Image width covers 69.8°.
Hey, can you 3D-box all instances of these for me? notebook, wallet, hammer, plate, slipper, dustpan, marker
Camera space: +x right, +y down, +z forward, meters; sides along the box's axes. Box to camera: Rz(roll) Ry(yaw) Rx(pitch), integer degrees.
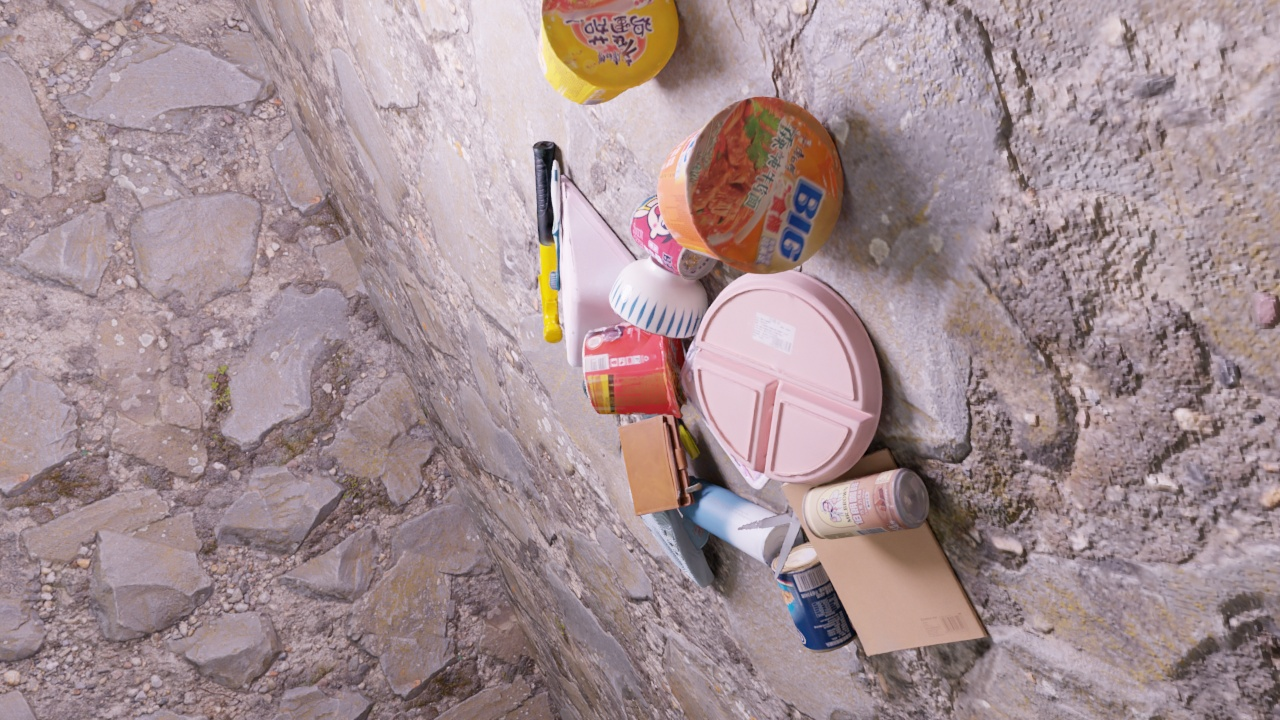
[{"bbox_3d":[0.251,0.207,0.967,0.150,0.012,0.211,-30,86,47],"label":"notebook"},{"bbox_3d":[0.024,0.144,1.275,0.119,0.035,0.130,-18,79,39],"label":"wallet"},{"bbox_3d":[-0.137,-0.179,1.358,0.128,0.033,0.301,-104,13,-52],"label":"hammer"},{"bbox_3d":[0.140,0.020,0.942,0.230,0.028,0.230,16,113,43],"label":"plate"},{"bbox_3d":[0.064,0.255,1.389,0.104,0.074,0.245,35,159,48],"label":"slipper"},{"bbox_3d":[-0.039,-0.098,1.311,0.223,0.138,0.272,98,167,-56],"label":"dustpan"},{"bbox_3d":[0.050,0.084,1.308,0.124,0.015,0.018,61,166,13],"label":"marker"}]

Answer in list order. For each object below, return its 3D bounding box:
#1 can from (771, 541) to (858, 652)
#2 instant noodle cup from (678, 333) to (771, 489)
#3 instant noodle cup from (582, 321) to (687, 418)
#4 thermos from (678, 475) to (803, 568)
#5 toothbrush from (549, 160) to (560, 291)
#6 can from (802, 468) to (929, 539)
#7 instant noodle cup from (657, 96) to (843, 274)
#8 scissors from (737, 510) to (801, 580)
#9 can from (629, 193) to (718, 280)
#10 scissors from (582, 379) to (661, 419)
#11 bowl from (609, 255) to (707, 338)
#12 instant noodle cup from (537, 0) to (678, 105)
[{"bbox_3d":[0.211,0.282,1.102,0.075,0.075,0.111,-4,110,65],"label":"can"},{"bbox_3d":[0.124,0.048,1.061,0.173,0.060,0.138,53,154,19],"label":"instant noodle cup"},{"bbox_3d":[-0.007,0.007,1.152,0.137,0.109,0.138,-6,-91,-78],"label":"instant noodle cup"},{"bbox_3d":[0.122,0.210,1.223,0.221,0.070,0.070,19,131,58],"label":"thermos"},{"bbox_3d":[-0.122,-0.188,1.300,0.016,0.018,0.192,-72,-15,-64],"label":"toothbrush"},{"bbox_3d":[0.223,0.145,0.915,0.117,0.058,0.058,-21,96,46],"label":"can"},{"bbox_3d":[0.089,-0.154,0.830,0.151,0.151,0.111,69,164,-13],"label":"instant noodle cup"},{"bbox_3d":[0.185,0.178,1.043,0.159,0.014,0.181,19,109,37],"label":"scissors"},{"bbox_3d":[0.040,-0.139,1.033,0.094,0.066,0.067,44,150,37],"label":"can"},{"bbox_3d":[-0.024,0.057,1.323,0.181,0.019,0.170,21,150,28],"label":"scissors"},{"bbox_3d":[0.027,-0.084,1.072,0.116,0.116,0.066,44,126,37],"label":"bowl"},{"bbox_3d":[-0.042,-0.330,0.937,0.138,0.138,0.110,66,165,-6],"label":"instant noodle cup"}]
